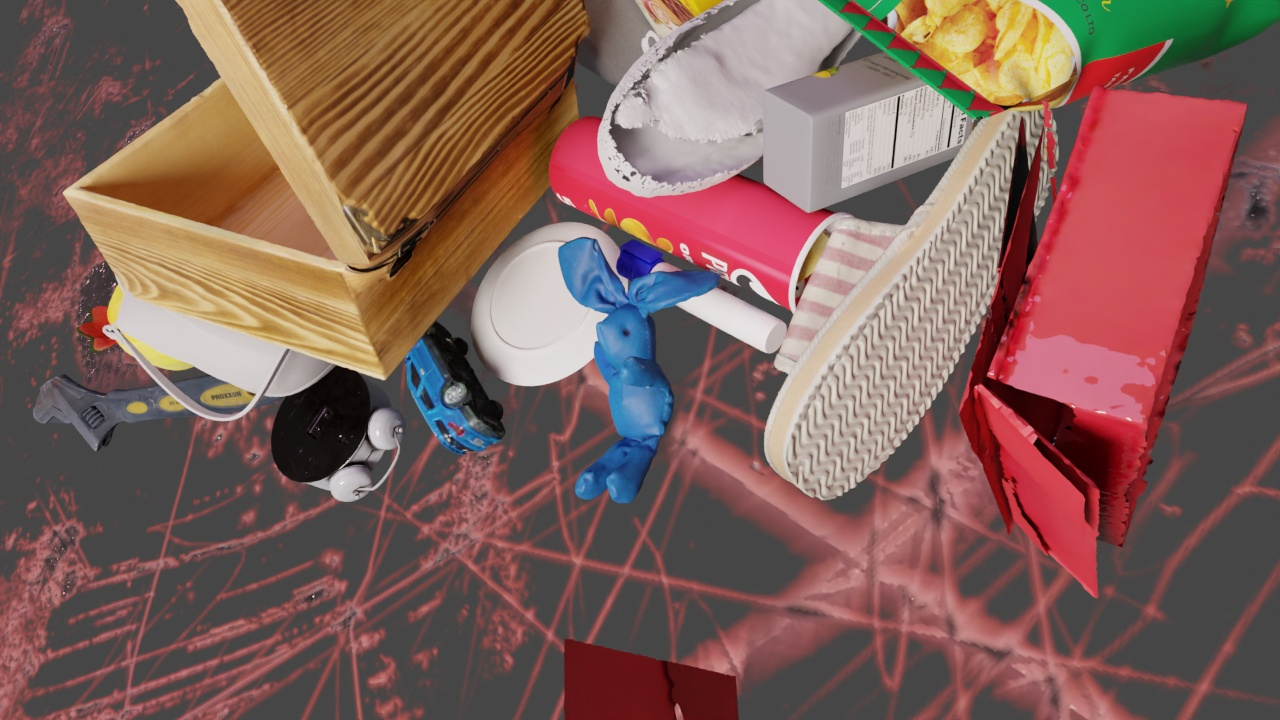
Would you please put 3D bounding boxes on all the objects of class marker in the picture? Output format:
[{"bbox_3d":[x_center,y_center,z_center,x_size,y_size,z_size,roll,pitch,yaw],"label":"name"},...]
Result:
[{"bbox_3d":[0.038,-0.044,0.617,0.133,0.027,0.023,31,49,34],"label":"marker"}]

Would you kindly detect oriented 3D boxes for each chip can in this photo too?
[{"bbox_3d":[0.035,-0.102,0.619,0.221,0.069,0.069,30,84,34],"label":"chip can"}]

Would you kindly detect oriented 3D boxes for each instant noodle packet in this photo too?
[{"bbox_3d":[0.220,-0.213,0.503,0.252,0.090,0.195,-20,51,-17],"label":"instant noodle packet"}]

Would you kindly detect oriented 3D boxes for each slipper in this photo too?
[{"bbox_3d":[0.061,-0.190,0.600,0.112,0.075,0.246,42,64,4],"label":"slipper"},{"bbox_3d":[0.148,-0.043,0.516,0.052,0.115,0.262,26,75,46],"label":"slipper"}]

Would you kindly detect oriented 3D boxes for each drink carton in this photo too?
[{"bbox_3d":[0.139,-0.143,0.552,0.124,0.076,0.048,-22,42,-18],"label":"drink carton"}]

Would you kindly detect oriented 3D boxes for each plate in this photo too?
[{"bbox_3d":[-0.073,-0.046,0.683,0.135,0.011,0.134,-11,64,23],"label":"plate"}]

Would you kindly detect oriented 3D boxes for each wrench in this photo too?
[{"bbox_3d":[-0.426,0.036,0.805,0.274,0.022,0.073,-7,107,19],"label":"wrench"}]

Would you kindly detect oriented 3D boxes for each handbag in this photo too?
[{"bbox_3d":[-0.320,-0.071,0.705,0.223,0.096,0.215,23,50,10],"label":"handbag"}]

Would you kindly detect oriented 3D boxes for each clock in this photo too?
[{"bbox_3d":[-0.228,0.057,0.703,0.123,0.035,0.094,28,83,32],"label":"clock"}]

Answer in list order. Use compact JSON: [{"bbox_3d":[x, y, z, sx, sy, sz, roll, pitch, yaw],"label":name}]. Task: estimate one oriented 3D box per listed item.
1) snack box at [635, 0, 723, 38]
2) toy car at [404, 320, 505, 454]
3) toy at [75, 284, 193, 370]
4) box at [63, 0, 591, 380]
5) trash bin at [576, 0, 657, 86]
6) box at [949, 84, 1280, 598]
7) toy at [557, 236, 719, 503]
[{"bbox_3d":[0.043,-0.270,0.667,0.083,0.105,0.061,37,89,34],"label":"snack box"},{"bbox_3d":[-0.142,0.016,0.665,0.044,0.056,0.120,-38,58,8],"label":"toy car"},{"bbox_3d":[-0.374,-0.060,0.799,0.207,0.092,0.133,-31,45,0],"label":"toy"},{"bbox_3d":[-0.185,-0.207,0.563,0.286,0.335,0.278,17,49,18],"label":"box"},{"bbox_3d":[-0.071,-0.342,0.751,0.114,0.114,0.229,-49,56,0],"label":"trash bin"},{"bbox_3d":[0.231,0.015,0.383,0.153,0.213,0.164,13,74,31],"label":"box"},{"bbox_3d":[-0.003,0.003,0.587,0.113,0.071,0.176,-8,75,38],"label":"toy"}]
